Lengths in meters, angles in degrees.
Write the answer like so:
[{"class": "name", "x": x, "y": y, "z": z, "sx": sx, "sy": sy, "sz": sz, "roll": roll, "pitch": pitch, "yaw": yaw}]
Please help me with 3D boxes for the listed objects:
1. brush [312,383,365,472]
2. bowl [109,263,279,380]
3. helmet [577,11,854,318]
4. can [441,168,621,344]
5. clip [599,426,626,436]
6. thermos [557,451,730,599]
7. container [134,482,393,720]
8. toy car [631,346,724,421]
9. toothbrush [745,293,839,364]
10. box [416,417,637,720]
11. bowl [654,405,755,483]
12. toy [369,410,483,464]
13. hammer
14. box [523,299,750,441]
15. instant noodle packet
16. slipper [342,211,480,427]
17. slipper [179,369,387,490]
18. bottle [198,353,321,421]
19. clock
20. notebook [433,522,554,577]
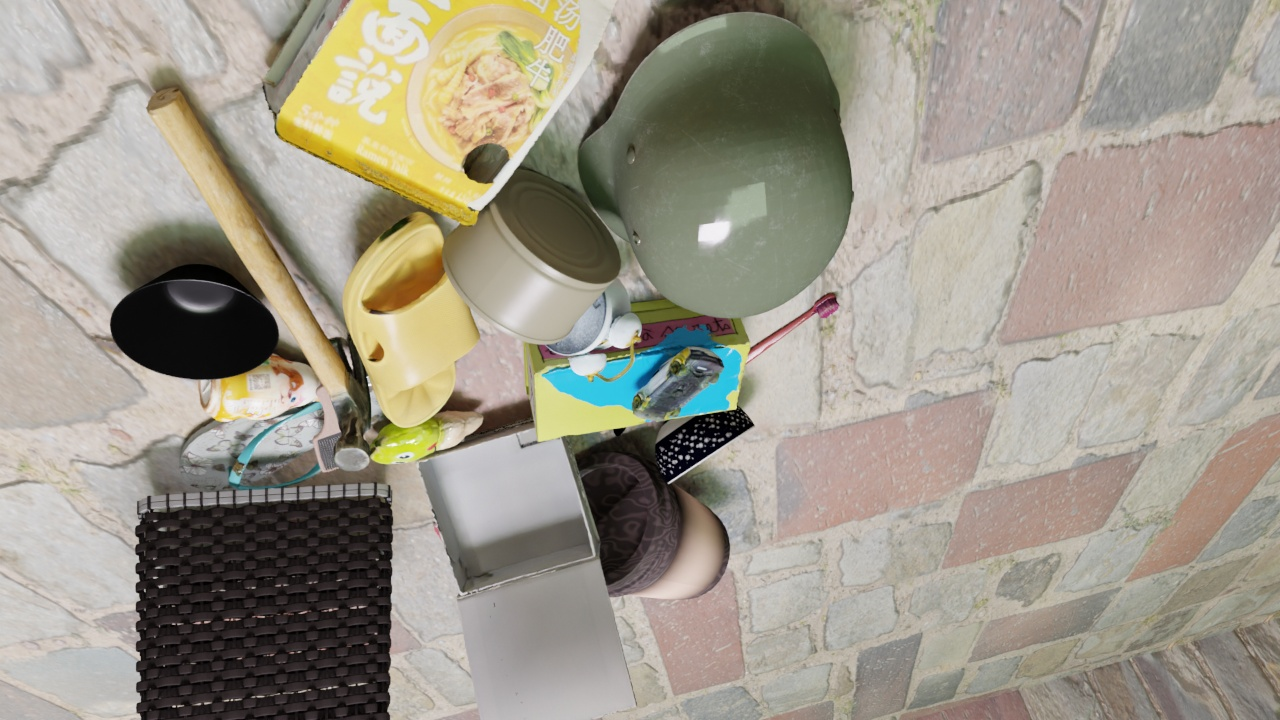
[{"class": "brush", "x": -0.296, "y": 0.068, "z": 0.897, "sx": 0.049, "sy": 0.015, "sz": 0.136, "roll": -20, "pitch": 146, "yaw": -23}, {"class": "bowl", "x": -0.366, "y": -0.042, "z": 0.761, "sx": 0.124, "sy": 0.052, "sz": 0.124, "roll": -10, "pitch": 143, "yaw": -8}, {"class": "helmet", "x": 0.075, "y": -0.129, "z": 0.722, "sx": 0.227, "sy": 0.153, "sz": 0.268, "roll": -12, "pitch": 143, "yaw": -5}, {"class": "can", "x": -0.087, "y": -0.085, "z": 0.744, "sx": 0.127, "sy": 0.127, "sz": 0.073, "roll": 18, "pitch": 130, "yaw": -37}, {"class": "clip", "x": -0.018, "y": 0.064, "z": 1.047, "sx": 0.045, "sy": 0.025, "sz": 0.061, "roll": 19, "pitch": 128, "yaw": -37}, {"class": "thermos", "x": 0.007, "y": 0.221, "z": 1.152, "sx": 0.173, "sy": 0.172, "sz": 0.226, "roll": -30, "pitch": 147, "yaw": 19}, {"class": "container", "x": -0.391, "y": 0.292, "z": 0.983, "sx": 0.245, "sy": 0.243, "sz": 0.248, "roll": -1, "pitch": 154, "yaw": -19}, {"class": "toy car", "x": 0.033, "y": 0.021, "z": 0.879, "sx": 0.048, "sy": 0.033, "sz": 0.106, "roll": 13, "pitch": 138, "yaw": -35}, {"class": "toothbrush", "x": 0.138, "y": -0.013, "z": 1.009, "sx": 0.190, "sy": 0.016, "sz": 0.016, "roll": -36, "pitch": 139, "yaw": 26}, {"class": "box", "x": -0.112, "y": 0.274, "z": 0.993, "sx": 0.166, "sy": 0.418, "sz": 0.108, "roll": -17, "pitch": 174, "yaw": 1}, {"class": "bowl", "x": 0.064, "y": 0.081, "z": 1.053, "sx": 0.120, "sy": 0.066, "sz": 0.120, "roll": -33, "pitch": 173, "yaw": -5}, {"class": "toy", "x": -0.224, "y": 0.078, "z": 0.966, "sx": 0.117, "sy": 0.043, "sz": 0.092, "roll": -13, "pitch": 168, "yaw": -27}, {"class": "hammer", "x": -0.290, "y": -0.062, "z": 0.733, "sx": 0.033, "sy": 0.132, "sz": 0.331, "roll": -15, "pitch": 133, "yaw": 1}, {"class": "box", "x": -0.006, "y": 0.005, "z": 0.937, "sx": 0.221, "sy": 0.079, "sz": 0.125, "roll": -11, "pitch": 143, "yaw": -10}, {"class": "instant noodle packet", "x": -0.123, "y": -0.216, "z": 0.613, "sx": 0.162, "sy": 0.084, "sz": 0.222, "roll": 21, "pitch": 124, "yaw": -41}, {"class": "slipper", "x": -0.195, "y": -0.013, "z": 0.814, "sx": 0.099, "sy": 0.078, "sz": 0.264, "roll": -37, "pitch": 157, "yaw": -28}, {"class": "slipper", "x": -0.354, "y": 0.080, "z": 0.925, "sx": 0.269, "sy": 0.054, "sz": 0.098, "roll": -25, "pitch": 140, "yaw": 10}, {"class": "bottle", "x": -0.345, "y": 0.023, "z": 0.846, "sx": 0.109, "sy": 0.063, "sz": 0.063, "roll": 0, "pitch": 142, "yaw": -41}, {"class": "clock", "x": -0.047, "y": -0.034, "z": 0.834, "sx": 0.083, "sy": 0.117, "sz": 0.057, "roll": -39, "pitch": 162, "yaw": 27}, {"class": "notebook", "x": -0.179, "y": 0.252, "z": 1.245, "sx": 0.153, "sy": 0.012, "sz": 0.209, "roll": -13, "pitch": 143, "yaw": -2}]
